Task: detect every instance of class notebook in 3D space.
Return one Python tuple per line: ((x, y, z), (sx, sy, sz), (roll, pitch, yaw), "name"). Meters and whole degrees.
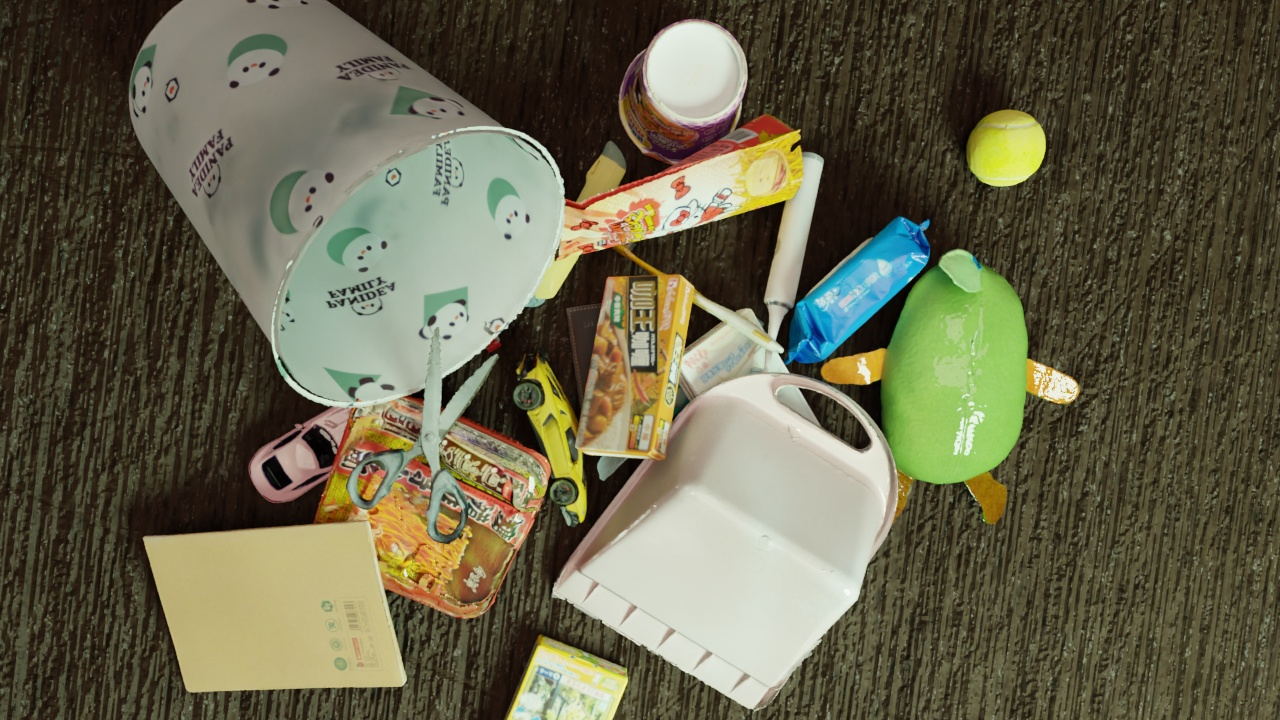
((-0.304, 0.207, 0.761), (0.208, 0.008, 0.148), (-6, 103, 13), "notebook")

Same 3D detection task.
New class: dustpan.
((0.089, 0.148, 0.790), (0.222, 0.138, 0.274), (34, 132, -5), "dustpan")

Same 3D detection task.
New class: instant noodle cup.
((-0.169, 0.111, 0.756), (0.164, 0.079, 0.189), (25, 115, -4), "instant noodle cup")
((0.040, -0.229, 0.770), (0.111, 0.099, 0.111), (0, 92, -6), "instant noodle cup")

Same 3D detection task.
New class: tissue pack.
((0.181, -0.057, 0.787), (0.157, 0.095, 0.052), (-42, 82, -2), "tissue pack")

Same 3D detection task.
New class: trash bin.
((-0.221, -0.133, 0.666), (0.229, 0.229, 0.252), (-45, 66, -2), "trash bin")

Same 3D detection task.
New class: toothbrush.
((0.125, -0.075, 0.792), (0.026, 0.027, 0.220), (12, 78, 9), "toothbrush")
((0.044, -0.061, 0.785), (0.191, 0.016, 0.018), (34, 78, 18), "toothbrush")

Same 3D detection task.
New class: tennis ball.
((0.321, -0.187, 0.807), (0.065, 0.065, 0.065), (0, 92, -4), "tennis ball")

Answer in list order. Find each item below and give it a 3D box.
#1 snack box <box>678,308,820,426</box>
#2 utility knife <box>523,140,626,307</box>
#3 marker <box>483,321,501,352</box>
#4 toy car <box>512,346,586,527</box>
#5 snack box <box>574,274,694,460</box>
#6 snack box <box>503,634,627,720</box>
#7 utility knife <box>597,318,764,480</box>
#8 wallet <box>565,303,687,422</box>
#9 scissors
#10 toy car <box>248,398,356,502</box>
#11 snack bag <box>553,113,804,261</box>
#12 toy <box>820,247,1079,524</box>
((0.098, 0.042, 0.799), (0.084, 0.027, 0.157), (-36, 100, -19), "snack box")
((-0.058, -0.115, 0.806), (0.031, 0.018, 0.165), (30, 88, 0), "utility knife")
((-0.165, -0.072, 0.800), (0.017, 0.017, 0.145), (-32, 94, -3), "marker")
((-0.072, 0.066, 0.785), (0.041, 0.071, 0.156), (-18, 95, 0), "toy car")
((-0.005, 0.004, 0.761), (0.075, 0.026, 0.153), (1, 72, 31), "snack box")
((-0.077, 0.325, 0.811), (0.087, 0.034, 0.140), (22, 92, -4), "snack box")
((0.035, 0.028, 0.799), (0.205, 0.013, 0.029), (-45, 102, -14), "utility knife")
((-0.011, 0.006, 0.813), (0.096, 0.020, 0.122), (-8, 90, -4), "wallet")
((-0.158, 0.063, 0.682), (0.175, 0.014, 0.159), (-20, 107, 17), "scissors")
((-0.276, 0.076, 0.787), (0.122, 0.037, 0.056), (-32, 95, -4), "toy car")
((0.026, -0.136, 0.754), (0.207, 0.129, 0.073), (-22, 86, -12), "snack bag")
((0.268, 0.026, 0.791), (0.227, 0.090, 0.247), (4, 102, -7), "toy")
